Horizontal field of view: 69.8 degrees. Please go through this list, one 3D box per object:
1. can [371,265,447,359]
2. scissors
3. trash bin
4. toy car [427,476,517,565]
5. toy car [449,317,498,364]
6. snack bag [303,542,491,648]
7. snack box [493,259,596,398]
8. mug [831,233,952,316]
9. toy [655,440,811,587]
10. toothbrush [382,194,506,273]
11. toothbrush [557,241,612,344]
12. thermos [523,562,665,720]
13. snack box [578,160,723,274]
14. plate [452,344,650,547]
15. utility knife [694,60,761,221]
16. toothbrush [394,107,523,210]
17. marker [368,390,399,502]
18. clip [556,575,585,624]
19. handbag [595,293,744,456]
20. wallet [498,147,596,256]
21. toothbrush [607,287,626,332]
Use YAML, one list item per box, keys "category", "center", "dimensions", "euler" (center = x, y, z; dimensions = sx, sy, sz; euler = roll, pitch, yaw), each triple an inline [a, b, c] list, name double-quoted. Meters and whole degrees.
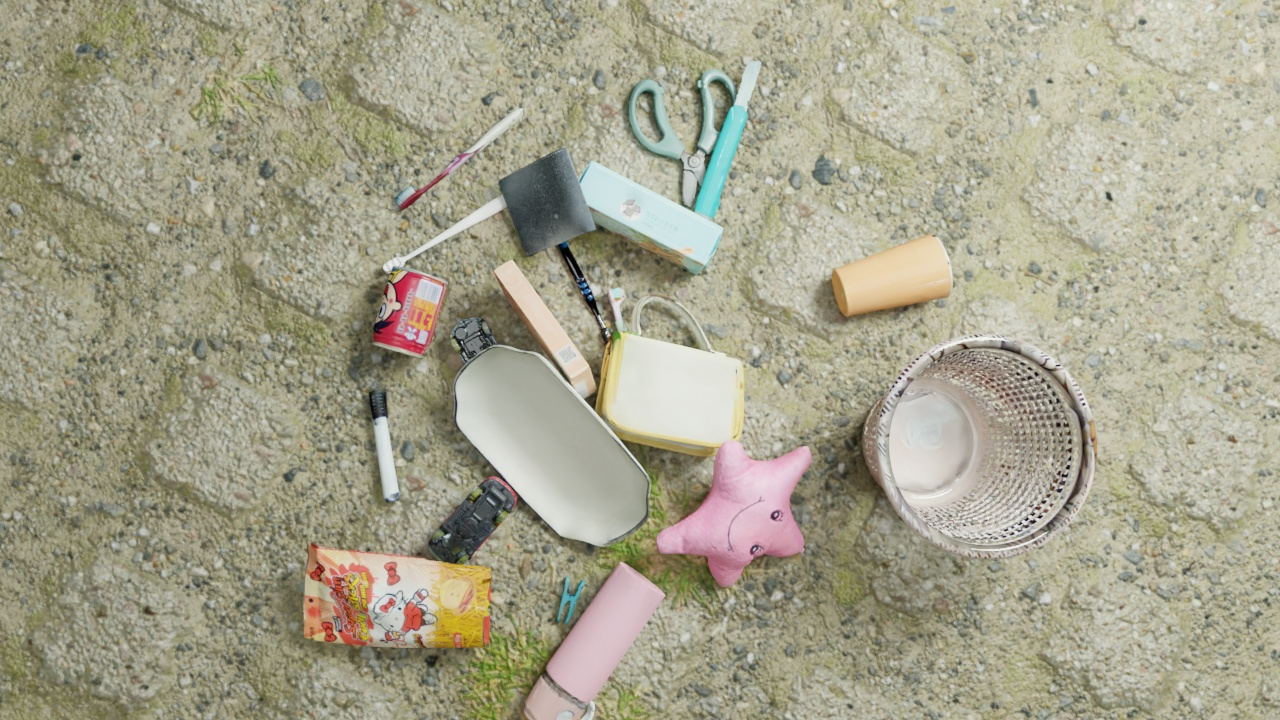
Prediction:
- category: "can"
  center: [-0.264, -0.054, 1.047]
  dimensions: [0.066, 0.066, 0.093]
  euler: [16, 86, -2]
- category: "scissors"
  center: [0.043, -0.269, 1.102]
  dimensions: [0.169, 0.019, 0.177]
  euler: [9, 89, -4]
- category: "trash bin"
  center: [0.343, 0.091, 1.009]
  dimensions: [0.227, 0.192, 0.227]
  euler: [0, 87, -3]
- category: "toy car"
  center: [-0.190, 0.185, 1.048]
  dimensions: [0.053, 0.045, 0.120]
  euler: [44, 97, 1]
- category: "toy car"
  center: [-0.180, -0.001, 1.066]
  dimensions: [0.049, 0.031, 0.105]
  euler: [-29, 97, -4]
- category: "snack bag"
  center: [-0.271, 0.270, 1.026]
  dimensions: [0.208, 0.073, 0.129]
  euler: [5, 111, -3]
- category: "snack box"
  center: [-0.106, -0.033, 1.025]
  dimensions: [0.026, 0.084, 0.157]
  euler: [-34, 73, -8]
- category: "mug"
  center: [0.292, -0.096, 1.080]
  dimensions: [0.123, 0.078, 0.078]
  euler: [-15, 88, 1]
- category: "toy"
  center: [0.129, 0.174, 1.046]
  dimensions: [0.178, 0.074, 0.195]
  euler: [31, 99, -26]
- category: "toothbrush"
  center: [-0.224, -0.152, 1.080]
  dimensions: [0.180, 0.016, 0.016]
  euler: [-31, 92, -6]
- category: "toothbrush"
  center: [-0.070, -0.094, 1.087]
  dimensions: [0.014, 0.016, 0.189]
  euler: [-26, 88, -10]
- category: "thermos"
  center: [-0.048, 0.333, 1.043]
  dimensions: [0.087, 0.067, 0.198]
  euler: [37, 84, -30]
- category: "snack box"
  center: [0.006, -0.163, 1.065]
  dimensions: [0.175, 0.074, 0.051]
  euler: [27, 86, -1]
- category: "plate"
  center: [-0.095, 0.093, 1.027]
  dimensions: [0.265, 0.034, 0.162]
  euler: [48, 124, -6]
- category: "utility knife"
  center: [0.105, -0.258, 1.091]
  dimensions: [0.029, 0.013, 0.209]
  euler: [19, 91, -12]
- category: "toothbrush"
  center: [-0.214, -0.242, 1.087]
  dimensions: [0.187, 0.016, 0.017]
  euler: [-40, 80, -4]
- category: "marker"
  center: [-0.295, 0.099, 1.062]
  dimensions: [0.022, 0.018, 0.130]
  euler: [-10, 87, -13]
- category: "clip"
  center: [-0.083, 0.279, 1.066]
  dimensions: [0.048, 0.014, 0.057]
  euler: [20, 87, -4]
- category: "handbag"
  center: [0.036, 0.013, 1.060]
  dimensions: [0.163, 0.063, 0.178]
  euler: [12, 69, -14]
- category: "wallet"
  center: [-0.109, -0.177, 1.043]
  dimensions: [0.019, 0.121, 0.097]
  euler: [-25, 99, -45]
- category: "toothbrush"
  center: [-0.006, 0.006, 1.083]
  dimensions: [0.021, 0.029, 0.189]
  euler: [-15, 89, 36]
